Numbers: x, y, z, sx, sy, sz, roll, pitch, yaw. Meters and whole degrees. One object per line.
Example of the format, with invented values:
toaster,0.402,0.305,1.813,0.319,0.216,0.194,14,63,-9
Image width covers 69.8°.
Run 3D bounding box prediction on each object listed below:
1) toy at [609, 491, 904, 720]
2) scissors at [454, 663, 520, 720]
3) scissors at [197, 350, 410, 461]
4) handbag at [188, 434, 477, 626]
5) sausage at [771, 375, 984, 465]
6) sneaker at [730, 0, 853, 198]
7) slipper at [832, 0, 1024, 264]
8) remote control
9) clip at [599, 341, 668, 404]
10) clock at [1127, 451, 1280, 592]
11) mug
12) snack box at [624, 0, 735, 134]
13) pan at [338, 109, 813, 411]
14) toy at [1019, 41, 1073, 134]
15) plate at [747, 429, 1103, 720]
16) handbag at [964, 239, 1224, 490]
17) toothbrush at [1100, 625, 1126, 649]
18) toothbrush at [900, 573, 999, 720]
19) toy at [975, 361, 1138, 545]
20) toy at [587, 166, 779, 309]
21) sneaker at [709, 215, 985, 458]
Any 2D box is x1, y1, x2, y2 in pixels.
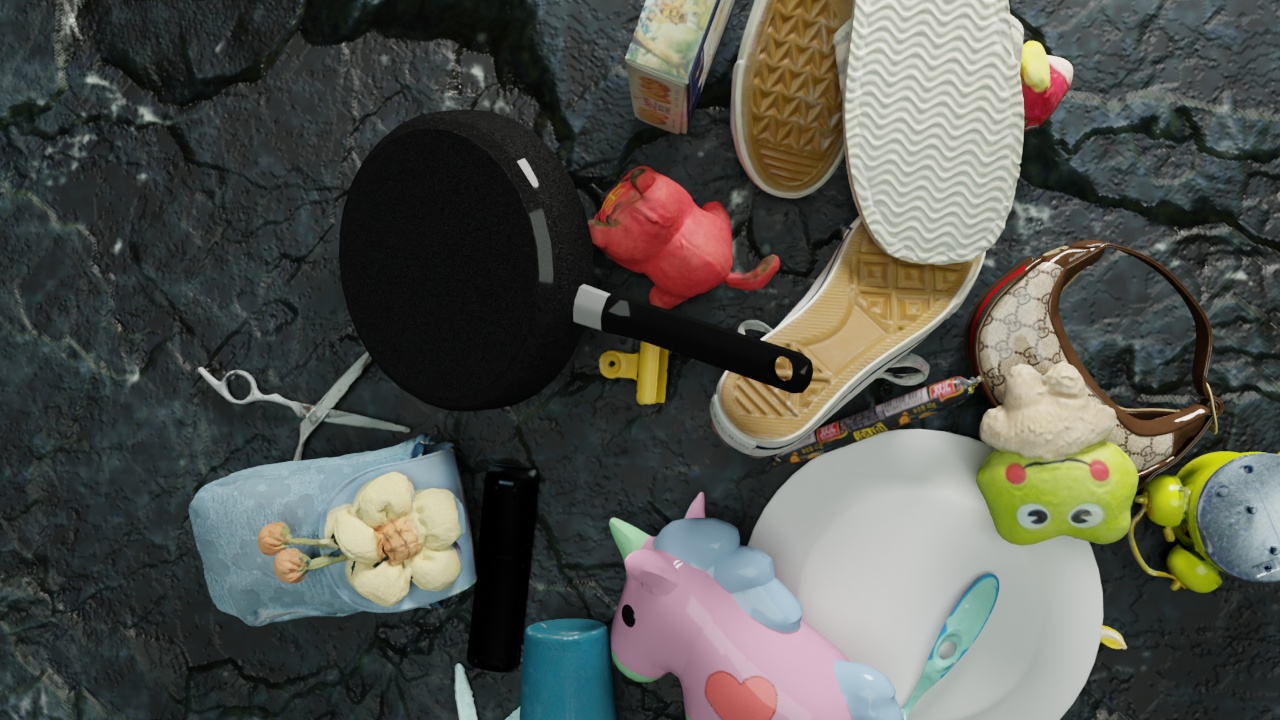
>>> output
toy,0.074,0.192,0.603,0.222,0.119,0.171,12,108,25
scissors,-0.136,0.312,0.681,0.168,0.014,0.170,-12,90,6
scissors,-0.256,0.037,0.688,0.175,0.014,0.141,22,96,7
handbag,-0.212,0.122,0.632,0.192,0.118,0.122,-6,97,0
sausage,0.156,0.042,0.619,0.156,0.020,0.020,-25,88,27
sneaker,0.110,-0.230,0.615,0.087,0.079,0.236,9,110,-2
slipper,0.177,-0.195,0.555,0.114,0.054,0.273,-3,101,5
remote control,-0.102,0.153,0.671,0.041,0.020,0.152,6,93,7
clip,-0.003,0.004,0.653,0.048,0.045,0.054,4,93,-19
clock,0.381,0.104,0.600,0.119,0.057,0.083,-23,89,5
mug,-0.051,0.248,0.643,0.078,0.078,0.121,-2,86,6
snack box,0.037,-0.232,0.586,0.042,0.144,0.145,21,93,1
pan,-0.062,-0.042,0.581,0.356,0.044,0.204,20,108,28
toy,0.212,-0.198,0.611,0.137,0.067,0.105,38,92,11
plate,0.190,0.169,0.631,0.243,0.016,0.242,0,93,11
handbag,0.299,0.005,0.597,0.138,0.063,0.166,-35,91,16
toothbrush,0.269,0.170,0.633,0.135,0.016,0.021,21,98,5
toothbrush,0.200,0.200,0.612,0.022,0.017,0.135,32,98,14
toy,0.253,0.058,0.563,0.092,0.043,0.118,-6,103,20
toy,0.026,-0.077,0.616,0.133,0.094,0.088,27,92,4
sneaker,0.136,-0.020,0.611,0.240,0.088,0.118,-42,74,-16
